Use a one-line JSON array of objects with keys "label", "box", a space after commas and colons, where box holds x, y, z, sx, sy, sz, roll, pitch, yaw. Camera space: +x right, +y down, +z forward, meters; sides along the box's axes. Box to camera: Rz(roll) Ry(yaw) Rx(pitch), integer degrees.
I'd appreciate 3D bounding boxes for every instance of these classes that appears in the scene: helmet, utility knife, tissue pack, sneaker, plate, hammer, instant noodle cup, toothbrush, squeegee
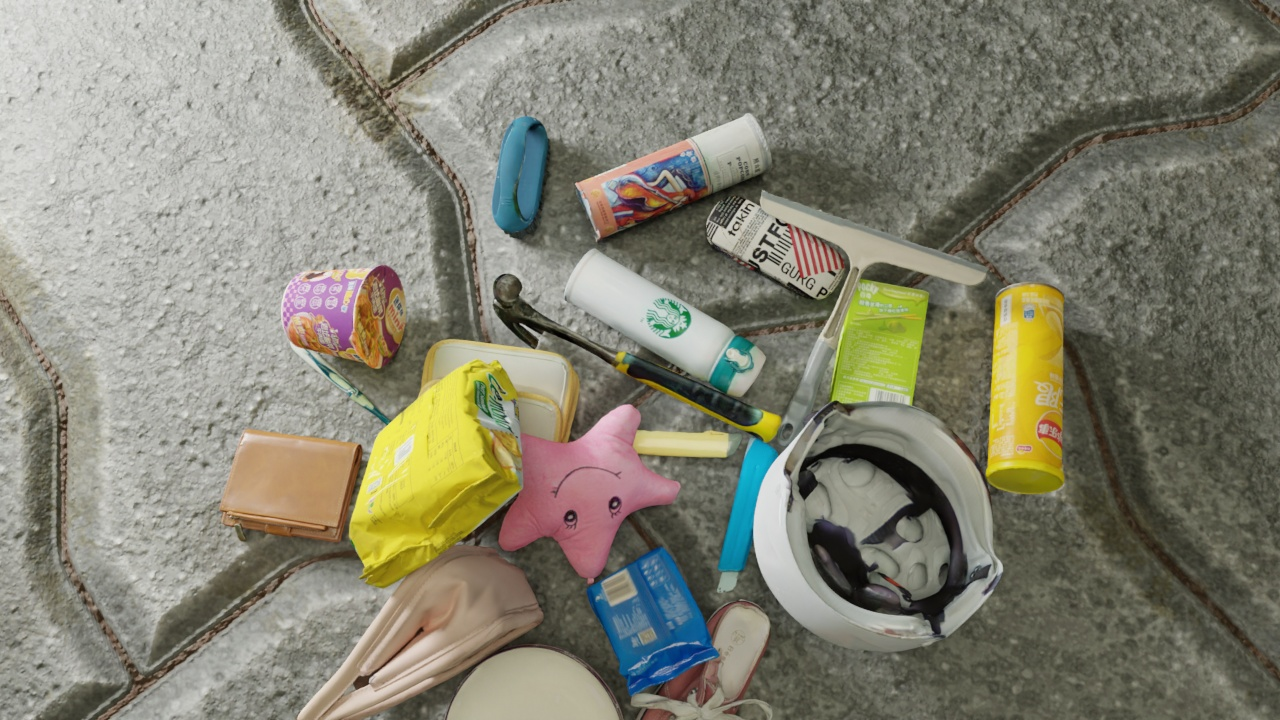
[{"label": "helmet", "box": [0.211, 0.166, 0.880, 0.229, 0.146, 0.257, 42, 46, 5]}, {"label": "utility knife", "box": [0.032, 0.087, 0.982, 0.151, 0.018, 0.031, 4, 70, 1]}, {"label": "utility knife", "box": [0.109, 0.162, 0.958, 0.034, 0.018, 0.165, 13, 76, 19]}, {"label": "tissue pack", "box": [0.010, 0.251, 0.886, 0.095, 0.052, 0.157, -26, 33, -6]}, {"label": "sneaker", "box": [0.052, 0.336, 0.874, 0.118, 0.088, 0.240, 31, 76, 10]}, {"label": "plate", "box": [-0.098, 0.369, 0.878, 0.193, 0.039, 0.192, -3, 79, 17]}, {"label": "hammer", "box": [-0.006, 0.006, 0.963, 0.323, 0.126, 0.031, 25, 74, 1]}, {"label": "instant noodle cup", "box": [-0.322, -0.052, 0.989, 0.099, 0.111, 0.111, 7, 74, 11]}, {"label": "toothbrush", "box": [-0.318, 0.034, 1.007, 0.191, 0.018, 0.016, 38, 78, 11]}, {"label": "squeegee", "box": [0.199, -0.023, 0.973, 0.247, 0.039, 0.246, 23, 95, 18]}]

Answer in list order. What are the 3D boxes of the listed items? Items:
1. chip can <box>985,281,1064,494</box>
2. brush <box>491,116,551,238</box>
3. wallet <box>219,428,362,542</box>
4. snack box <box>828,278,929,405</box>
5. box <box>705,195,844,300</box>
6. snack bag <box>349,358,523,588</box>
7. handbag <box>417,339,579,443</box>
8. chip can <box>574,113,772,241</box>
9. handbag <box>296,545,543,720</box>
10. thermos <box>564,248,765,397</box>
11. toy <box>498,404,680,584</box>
[{"label": "chip can", "box": [0.396, 0.026, 0.942, 0.072, 0.072, 0.213, 10, 65, 4]}, {"label": "brush", "box": [-0.138, -0.214, 1.042, 0.055, 0.073, 0.143, 5, 75, 8]}, {"label": "wallet", "box": [-0.372, 0.137, 0.970, 0.131, 0.035, 0.119, 7, 75, 5]}, {"label": "snack box", "box": [0.258, -0.008, 0.996, 0.086, 0.026, 0.156, 11, 75, 5]}, {"label": "box", "box": [0.149, -0.126, 1.015, 0.164, 0.065, 0.074, 28, 61, 9]}, {"label": "snack bag", "box": [-0.187, 0.093, 0.842, 0.158, 0.246, 0.068, -38, 112, 6]}, {"label": "handbag", "box": [-0.159, 0.071, 0.973, 0.163, 0.063, 0.178, 9, 78, 6]}, {"label": "chip can", "box": [0.036, -0.207, 1.036, 0.214, 0.071, 0.071, -22, 75, -4]}, {"label": "handbag", "box": [-0.214, 0.276, 0.856, 0.234, 0.193, 0.093, -39, 75, 1]}, {"label": "thermos", "box": [0.028, -0.038, 0.988, 0.224, 0.073, 0.073, 31, 77, 10]}, {"label": "toy", "box": [-0.051, 0.140, 0.936, 0.194, 0.074, 0.178, -9, 99, -15]}]
